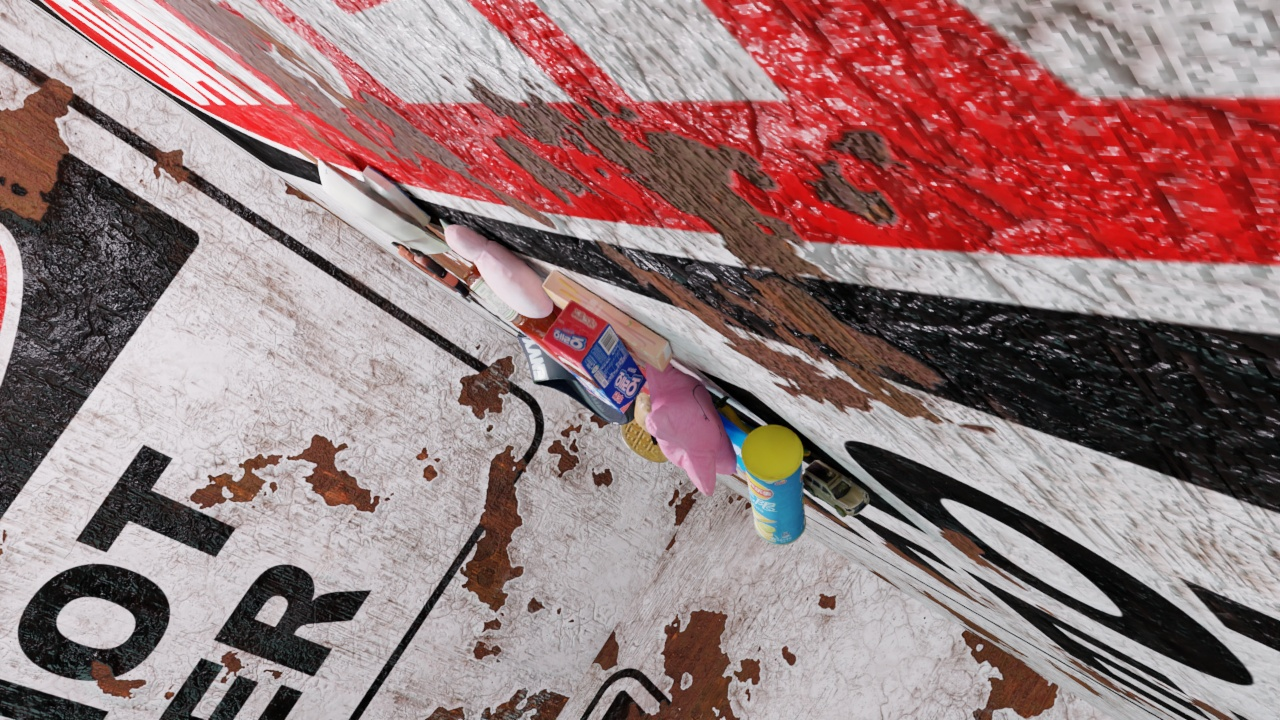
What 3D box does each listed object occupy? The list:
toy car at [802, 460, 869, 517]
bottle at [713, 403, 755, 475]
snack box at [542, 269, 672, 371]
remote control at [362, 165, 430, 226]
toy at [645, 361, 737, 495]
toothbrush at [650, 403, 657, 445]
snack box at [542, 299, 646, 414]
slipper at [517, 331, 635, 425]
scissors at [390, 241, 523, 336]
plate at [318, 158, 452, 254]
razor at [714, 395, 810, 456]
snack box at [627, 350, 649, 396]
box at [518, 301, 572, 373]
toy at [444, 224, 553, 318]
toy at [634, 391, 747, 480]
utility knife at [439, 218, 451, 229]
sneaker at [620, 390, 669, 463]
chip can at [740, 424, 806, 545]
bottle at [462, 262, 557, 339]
[{"bbox_3d":[0.241,0.158,1.134,0.090,0.042,0.035,36,159,45],"label":"toy car"},{"bbox_3d":[0.104,0.096,1.272,0.219,0.065,0.065,29,173,40],"label":"bottle"},{"bbox_3d":[-0.036,-0.044,1.050,0.157,0.026,0.084,32,174,10],"label":"snack box"},{"bbox_3d":[-0.322,-0.215,1.210,0.049,0.024,0.125,36,177,17],"label":"remote control"},{"bbox_3d":[0.062,0.076,1.109,0.178,0.075,0.194,48,-159,-25],"label":"toy"},{"bbox_3d":[0.020,0.060,1.314,0.014,0.016,0.189,51,157,38],"label":"toothbrush"},{"bbox_3d":[-0.046,0.002,1.048,0.058,0.057,0.207,31,171,20],"label":"snack box"},{"bbox_3d":[-0.111,0.016,1.416,0.268,0.083,0.111,50,147,-18],"label":"slipper"},{"bbox_3d":[-0.249,-0.099,1.243,0.225,0.015,0.189,35,174,-5],"label":"scissors"},{"bbox_3d":[-0.359,-0.205,1.287,0.162,0.034,0.265,36,-179,7],"label":"plate"},{"bbox_3d":[0.150,0.087,1.138,0.132,0.028,0.043,31,171,2],"label":"razor"},{"bbox_3d":[-0.007,0.007,1.202,0.153,0.025,0.075,35,-163,-19],"label":"snack box"},{"bbox_3d":[-0.073,-0.029,1.301,0.201,0.100,0.095,38,131,-2],"label":"box"},{"bbox_3d":[-0.170,-0.109,1.113,0.159,0.054,0.121,39,172,-9],"label":"toy"},{"bbox_3d":[0.093,0.113,1.400,0.226,0.082,0.143,28,-175,22],"label":"toy"},{"bbox_3d":[-0.258,-0.167,1.277,0.031,0.019,0.179,38,168,0],"label":"utility knife"},{"bbox_3d":[0.004,0.074,1.539,0.118,0.087,0.241,3,136,33],"label":"sneaker"},{"bbox_3d":[0.169,0.160,1.139,0.071,0.071,0.210,31,158,27],"label":"chip can"},{"bbox_3d":[-0.141,-0.062,1.214,0.206,0.059,0.060,41,173,-11],"label":"bottle"}]
